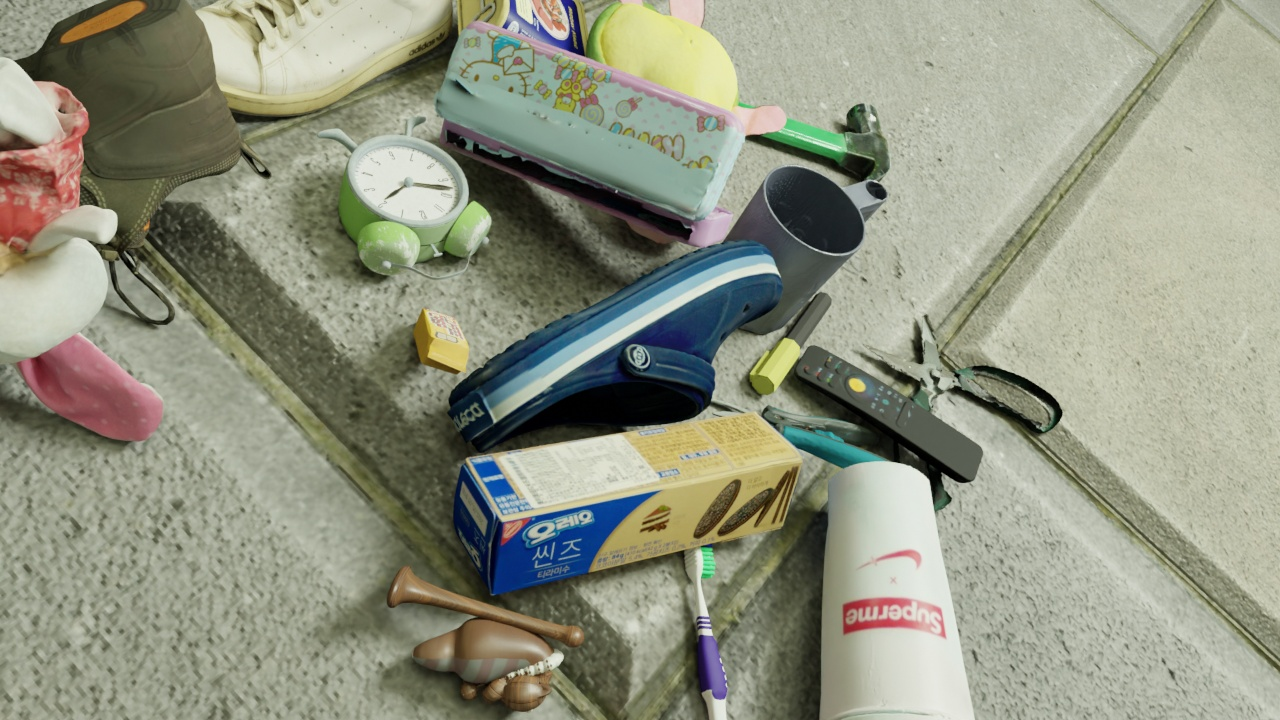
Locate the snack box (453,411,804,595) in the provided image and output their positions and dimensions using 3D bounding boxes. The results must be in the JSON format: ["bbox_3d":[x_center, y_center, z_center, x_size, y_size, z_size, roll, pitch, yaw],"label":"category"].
[{"bbox_3d":[-0.003,0.080,0.544,0.206,0.057,0.056,-7,34,-30],"label":"snack box"}]

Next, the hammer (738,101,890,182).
[{"bbox_3d":[0.085,-0.222,0.827,0.318,0.032,0.130,13,53,-18],"label":"hammer"}]

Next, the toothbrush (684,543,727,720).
[{"bbox_3d":[0.042,0.185,0.528,0.016,0.015,0.186,12,54,-26],"label":"toothbrush"}]

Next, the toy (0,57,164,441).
[{"bbox_3d":[-0.288,-0.046,0.412,0.159,0.195,0.084,18,35,-20],"label":"toy"}]

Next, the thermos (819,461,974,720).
[{"bbox_3d":[0.145,0.169,0.547,0.099,0.100,0.219,20,46,-14],"label":"thermos"}]

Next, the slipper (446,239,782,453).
[{"bbox_3d":[-0.003,0.003,0.581,0.252,0.105,0.095,-27,82,-36],"label":"slipper"}]

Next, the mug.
[{"bbox_3d":[0.119,-0.086,0.699,0.123,0.104,0.084,-22,70,-37],"label":"mug"}]

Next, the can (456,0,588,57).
[{"bbox_3d":[-0.092,-0.262,0.723,0.092,0.057,0.116,26,44,-44],"label":"can"}]

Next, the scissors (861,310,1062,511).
[{"bbox_3d":[0.264,0.049,0.739,0.201,0.015,0.201,19,53,-14],"label":"scissors"}]

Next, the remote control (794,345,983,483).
[{"bbox_3d":[0.184,0.040,0.686,0.152,0.020,0.041,34,48,6],"label":"remote control"}]

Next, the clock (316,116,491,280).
[{"bbox_3d":[-0.154,-0.103,0.612,0.094,0.043,0.119,-20,68,-35],"label":"clock"}]

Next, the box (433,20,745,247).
[{"bbox_3d":[-0.032,-0.159,0.626,0.214,0.093,0.089,24,21,15],"label":"box"}]

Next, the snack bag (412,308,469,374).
[{"bbox_3d":[-0.119,-0.012,0.547,0.026,0.020,0.099,19,9,-20],"label":"snack bag"}]

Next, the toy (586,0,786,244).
[{"bbox_3d":[0.023,-0.209,0.725,0.189,0.088,0.238,2,72,-32],"label":"toy"}]

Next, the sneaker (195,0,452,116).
[{"bbox_3d":[-0.217,-0.253,0.645,0.089,0.103,0.240,43,49,7],"label":"sneaker"}]

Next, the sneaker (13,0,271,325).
[{"bbox_3d":[-0.315,-0.086,0.495,0.238,0.143,0.101,-28,47,-5],"label":"sneaker"}]

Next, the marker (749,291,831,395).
[{"bbox_3d":[0.118,-0.016,0.707,0.021,0.017,0.123,16,42,26],"label":"marker"}]

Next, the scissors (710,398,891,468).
[{"bbox_3d":[0.124,0.053,0.648,0.156,0.019,0.124,26,17,25],"label":"scissors"}]

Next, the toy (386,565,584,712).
[{"bbox_3d":[-0.083,0.147,0.473,0.102,0.041,0.055,17,90,-4],"label":"toy"}]
